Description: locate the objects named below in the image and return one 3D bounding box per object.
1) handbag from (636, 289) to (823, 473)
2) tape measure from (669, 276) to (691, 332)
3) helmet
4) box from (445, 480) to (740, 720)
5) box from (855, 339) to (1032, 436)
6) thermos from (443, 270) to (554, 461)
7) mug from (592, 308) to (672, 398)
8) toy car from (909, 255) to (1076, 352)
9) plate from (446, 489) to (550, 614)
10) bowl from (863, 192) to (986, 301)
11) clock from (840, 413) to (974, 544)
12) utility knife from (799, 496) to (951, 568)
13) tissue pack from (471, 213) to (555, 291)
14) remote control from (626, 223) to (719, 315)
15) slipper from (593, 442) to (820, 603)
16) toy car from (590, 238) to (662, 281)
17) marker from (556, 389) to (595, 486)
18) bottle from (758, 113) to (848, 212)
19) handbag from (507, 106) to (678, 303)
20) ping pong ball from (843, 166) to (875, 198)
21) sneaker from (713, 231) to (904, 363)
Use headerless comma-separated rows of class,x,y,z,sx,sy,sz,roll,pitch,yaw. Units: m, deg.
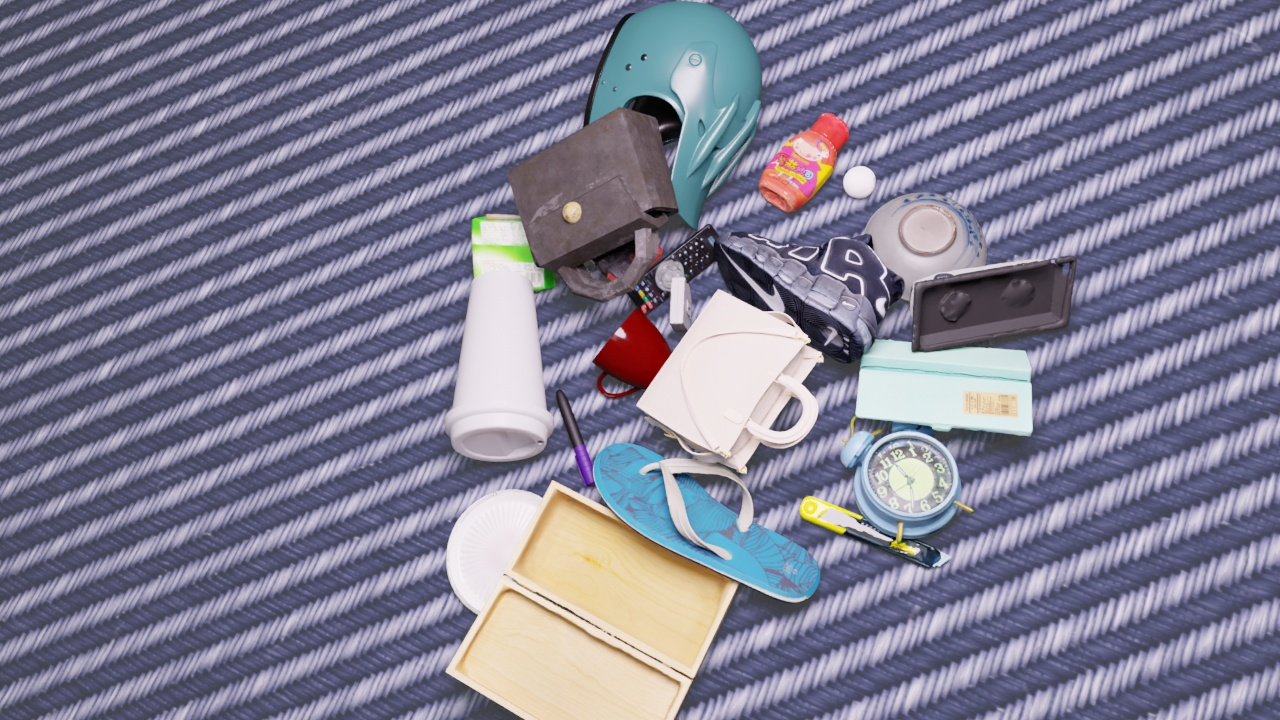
handbag,0.122,0.033,1.049,0.198,0.101,0.194,29,81,45
tape measure,0.052,-0.067,1.148,0.020,0.062,0.060,0,77,12
helmet,0.053,-0.318,1.178,0.200,0.176,0.274,21,90,23
box,-0.050,0.298,1.033,0.247,0.068,0.252,25,68,15
box,0.342,0.023,1.039,0.187,0.052,0.138,4,34,14
thermos,-0.174,0.003,1.145,0.131,0.131,0.221,-8,63,9
mug,-0.007,0.007,1.135,0.088,0.087,0.114,40,111,-1
toy car,0.395,-0.077,1.063,0.191,0.094,0.071,-10,32,-3
plate,-0.161,0.235,1.115,0.157,0.014,0.156,-4,71,11
bowl,0.347,-0.148,1.117,0.151,0.057,0.150,-4,70,11
clock,0.292,0.122,1.031,0.118,0.060,0.162,-25,61,-2
utility knife,0.264,0.196,1.039,0.173,0.020,0.028,20,78,16
tissue pack,-0.169,-0.144,1.215,0.114,0.034,0.099,4,103,13
remote control,0.046,-0.117,1.182,0.140,0.021,0.045,-39,111,-4
slipper,0.072,0.173,1.040,0.295,0.060,0.117,29,44,16
toy car,-0.054,-0.177,1.210,0.081,0.056,0.189,-41,64,-4
marker,-0.082,0.096,1.146,0.018,0.015,0.133,-35,65,29
bottle,0.215,-0.258,1.186,0.071,0.048,0.134,37,82,22
handbag,-0.057,-0.169,1.102,0.198,0.102,0.199,-22,83,31
ping pong ball,0.278,-0.226,1.166,0.040,0.040,0.040,-4,71,10
sneaker,0.210,-0.115,1.108,0.150,0.097,0.252,-39,53,-19
